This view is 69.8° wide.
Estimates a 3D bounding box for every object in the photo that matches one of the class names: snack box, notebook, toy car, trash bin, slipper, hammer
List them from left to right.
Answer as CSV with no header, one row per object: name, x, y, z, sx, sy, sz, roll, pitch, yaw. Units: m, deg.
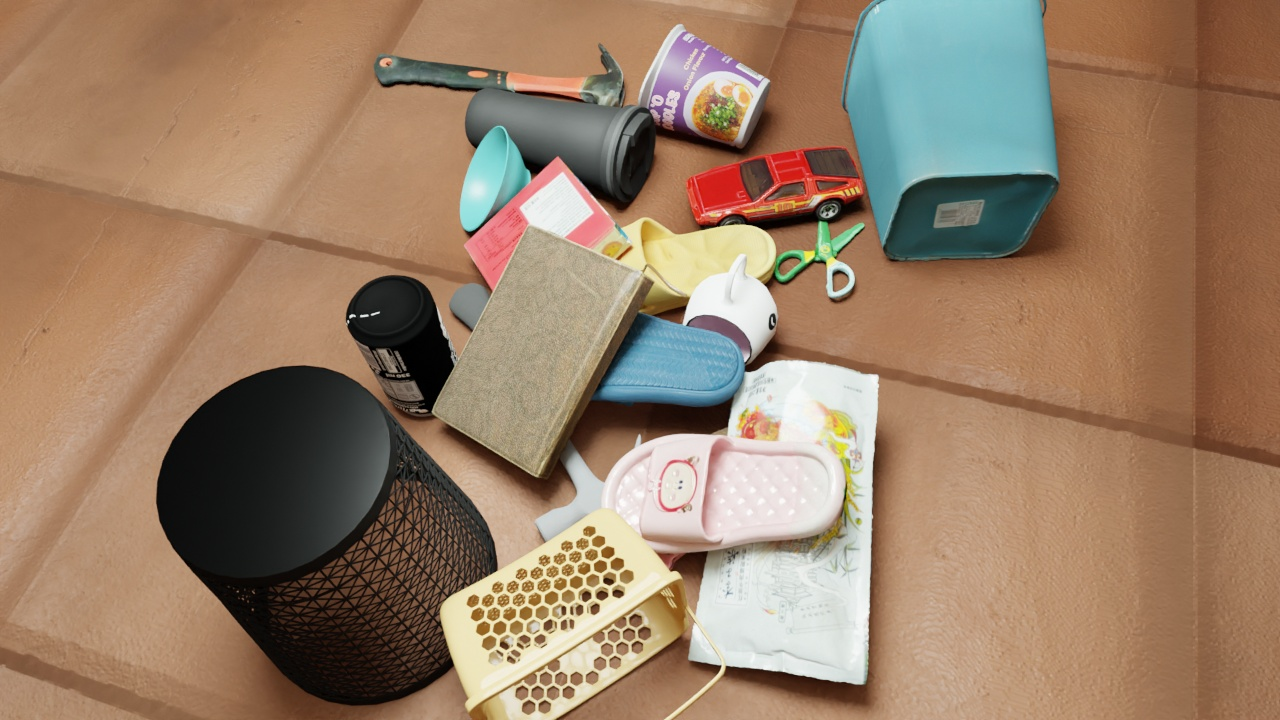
trash bin,-0.244,0.136,0.732,0.217,0.244,0.216,-2,58,3
hammer,-0.183,-0.357,1.164,0.333,0.033,0.132,8,61,10
hammer,-0.107,0.031,0.916,0.125,0.030,0.310,-28,60,-13
snack box,-0.100,-0.122,0.960,0.142,0.040,0.145,-41,50,6
notebook,-0.078,-0.007,0.853,0.190,0.034,0.215,26,88,31
slipper,-0.005,0.005,0.886,0.214,0.059,0.103,10,59,17
slipper,0.012,-0.103,0.963,0.263,0.078,0.099,-10,55,-1
slipper,0.065,0.108,0.781,0.222,0.055,0.106,-6,64,27
toy car,0.147,-0.192,1.020,0.189,0.056,0.081,-11,51,1
trash bin,0.327,-0.238,0.967,0.196,0.199,0.218,-1,65,3

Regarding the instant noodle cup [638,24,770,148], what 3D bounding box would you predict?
instant noodle cup,0.077,-0.306,1.067,0.122,0.122,0.136,25,35,7

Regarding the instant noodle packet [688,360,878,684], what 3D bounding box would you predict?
instant noodle packet,0.129,0.131,0.794,0.147,0.057,0.268,0,64,22

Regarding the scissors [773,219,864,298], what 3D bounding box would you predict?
scissors,0.206,-0.113,0.992,0.129,0.012,0.117,-35,59,-18

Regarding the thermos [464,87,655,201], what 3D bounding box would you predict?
thermos,-0.092,-0.257,1.057,0.219,0.106,0.105,18,61,20

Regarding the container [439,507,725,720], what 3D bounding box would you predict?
container,-0.046,0.234,0.726,0.183,0.129,0.167,-29,54,-14

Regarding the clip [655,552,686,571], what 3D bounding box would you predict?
clip,0.036,0.167,0.827,0.023,0.049,0.059,48,113,29

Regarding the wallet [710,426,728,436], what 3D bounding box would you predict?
wallet,0.130,0.104,0.855,0.098,0.027,0.121,-21,59,-5

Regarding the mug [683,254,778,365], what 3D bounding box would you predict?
mug,0.091,-0.054,0.898,0.090,0.124,0.076,20,51,15

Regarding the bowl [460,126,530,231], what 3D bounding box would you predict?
bowl,-0.157,-0.198,1.036,0.046,0.121,0.121,15,52,-31

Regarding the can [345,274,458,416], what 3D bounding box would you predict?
can,-0.223,-0.011,0.880,0.080,0.146,0.080,-2,58,3
